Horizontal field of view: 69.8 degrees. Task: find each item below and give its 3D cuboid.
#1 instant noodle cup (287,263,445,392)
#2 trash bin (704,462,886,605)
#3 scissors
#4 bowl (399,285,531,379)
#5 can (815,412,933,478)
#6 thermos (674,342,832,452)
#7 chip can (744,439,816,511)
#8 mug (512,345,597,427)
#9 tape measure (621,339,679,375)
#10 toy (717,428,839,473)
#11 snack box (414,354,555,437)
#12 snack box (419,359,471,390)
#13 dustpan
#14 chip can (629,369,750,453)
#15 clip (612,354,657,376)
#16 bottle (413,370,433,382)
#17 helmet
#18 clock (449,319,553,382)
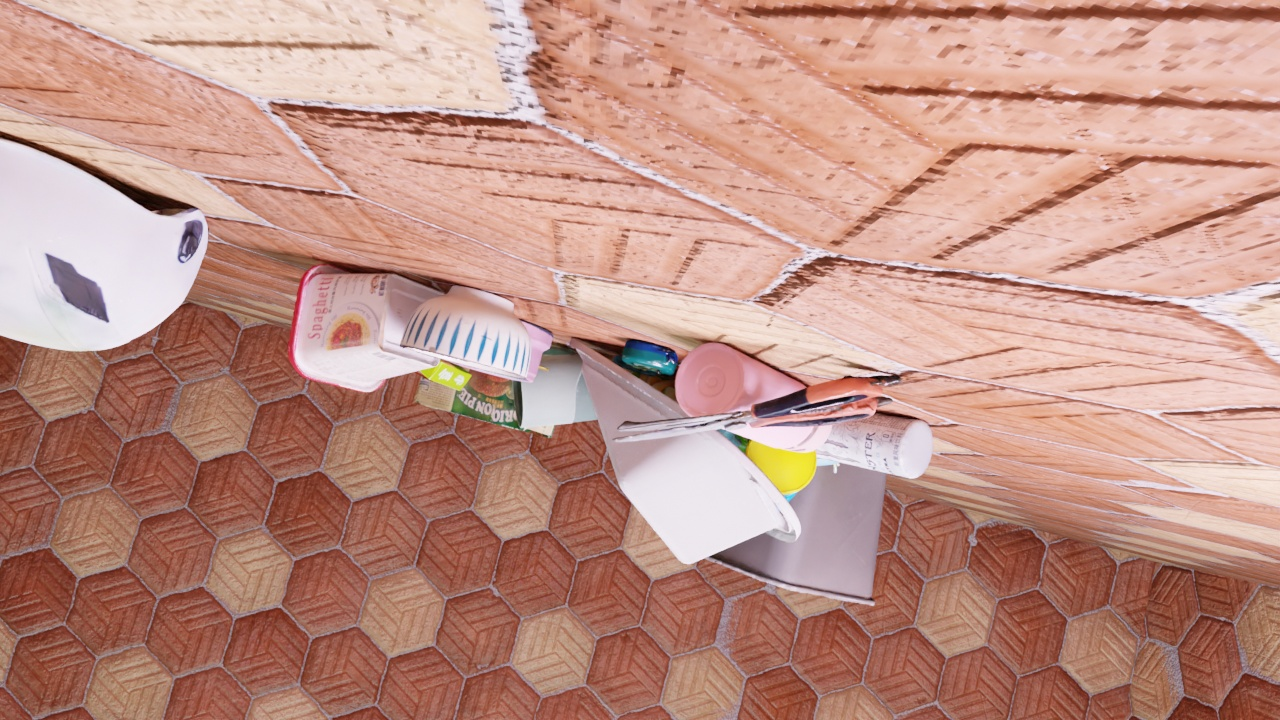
[{"bbox_3d":[-0.261,-0.033,0.895,0.124,0.116,0.116,-3,165,35],"label":"instant noodle cup"},{"bbox_3d":[0.216,0.192,1.237,0.198,0.219,0.199,18,173,-31],"label":"trash bin"},{"bbox_3d":[0.093,0.039,0.697,0.214,0.015,0.197,-23,159,38],"label":"scissors"},{"bbox_3d":[-0.152,-0.028,0.829,0.116,0.066,0.116,15,175,1],"label":"bowl"},{"bbox_3d":[0.222,0.080,0.942,0.058,0.058,0.147,20,172,-41],"label":"can"},{"bbox_3d":[0.100,0.040,0.819,0.087,0.067,0.198,-3,166,33],"label":"thermos"},{"bbox_3d":[0.138,0.129,1.002,0.071,0.071,0.210,15,162,4],"label":"chip can"},{"bbox_3d":[-0.097,0.024,1.099,0.106,0.111,0.082,-5,136,-15],"label":"mug"},{"bbox_3d":[0.009,-0.001,0.880,0.054,0.025,0.058,13,173,7],"label":"tape measure"},{"bbox_3d":[0.167,0.083,1.059,0.162,0.049,0.156,-22,127,39],"label":"toy"},{"bbox_3d":[-0.210,0.029,1.283,0.240,0.114,0.063,9,171,39],"label":"snack box"},{"bbox_3d":[-0.269,-0.027,1.048,0.156,0.026,0.085,39,180,17],"label":"snack box"},{"bbox_3d":[0.056,0.094,0.959,0.143,0.257,0.223,-26,132,8],"label":"dustpan"},{"bbox_3d":[0.082,0.069,1.138,0.221,0.072,0.072,15,174,3],"label":"chip can"},{"bbox_3d":[-0.006,0.006,1.050,0.055,0.013,0.034,15,175,0],"label":"clip"},{"bbox_3d":[-0.346,-0.039,1.199,0.206,0.059,0.060,30,168,-26],"label":"bottle"},{"bbox_3d":[-0.497,-0.086,0.766,0.229,0.146,0.259,16,174,-15],"label":"helmet"},{"bbox_3d":[-0.163,-0.019,0.978,0.117,0.059,0.158,13,172,18],"label":"clock"}]
